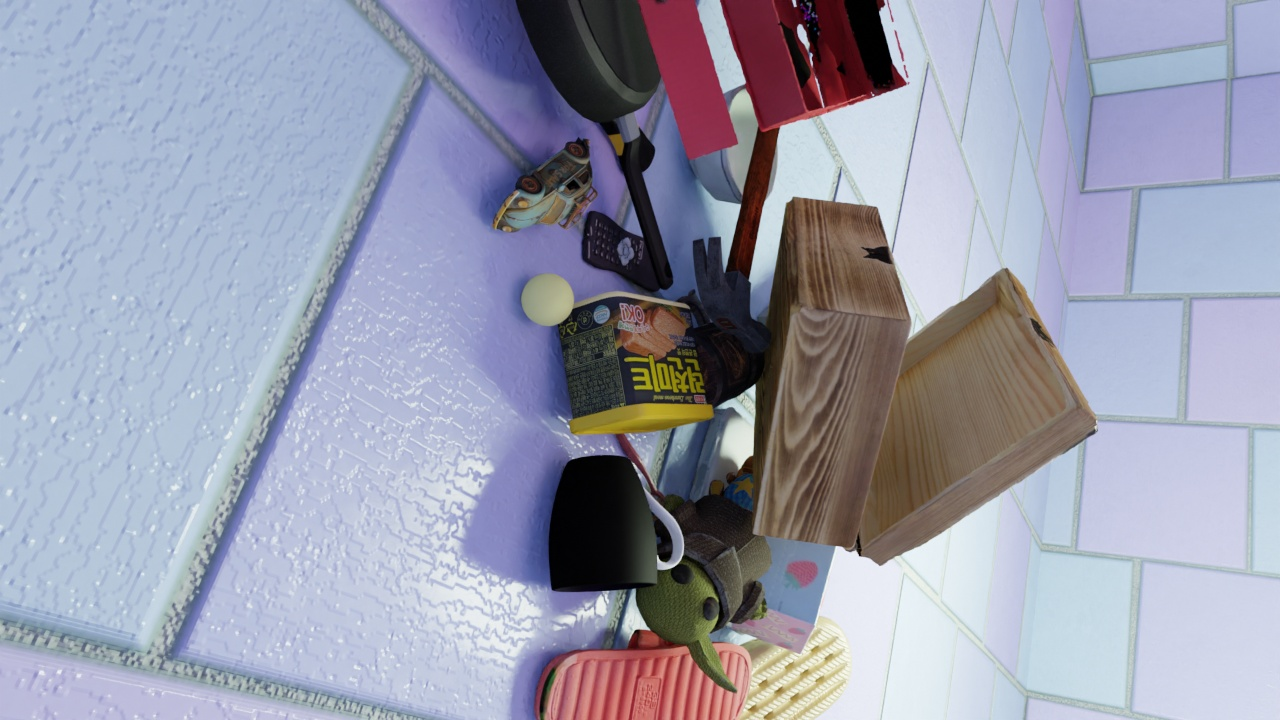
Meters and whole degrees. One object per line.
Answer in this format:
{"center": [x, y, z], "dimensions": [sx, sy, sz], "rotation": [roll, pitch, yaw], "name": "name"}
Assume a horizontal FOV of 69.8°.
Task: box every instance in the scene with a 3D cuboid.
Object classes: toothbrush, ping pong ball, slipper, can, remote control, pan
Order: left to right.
{"center": [-0.070, -0.046, 0.697], "dimensions": [0.040, 0.040, 0.040], "rotation": [-3, 94, -56], "name": "ping pong ball"}
{"center": [-0.013, -0.219, 0.715], "dimensions": [0.203, 0.044, 0.356], "rotation": [-59, 136, -54], "name": "pan"}
{"center": [-0.011, -0.094, 0.814], "dimensions": [0.124, 0.009, 0.046], "rotation": [18, 76, -55], "name": "remote control"}
{"center": [-0.009, 0.083, 0.820], "dimensions": [0.015, 0.015, 0.184], "rotation": [-54, 133, -36], "name": "toothbrush"}
{"center": [-0.004, 0.004, 0.757], "dimensions": [0.130, 0.073, 0.101], "rotation": [5, 73, -56], "name": "can"}
{"center": [0.001, 0.290, 0.806], "dimensions": [0.248, 0.059, 0.103], "rotation": [14, 81, -40], "name": "slipper"}
{"center": [0.115, 0.344, 0.969], "dimensions": [0.260, 0.079, 0.111], "rotation": [-16, 103, -36], "name": "slipper"}

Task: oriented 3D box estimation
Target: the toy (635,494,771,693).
{"center": [0.056, 0.187, 0.818], "dimensions": [0.179, 0.078, 0.152], "rotation": [51, 40, 1], "name": "toy"}

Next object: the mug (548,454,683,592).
{"center": [-0.017, 0.131, 0.736], "dimensions": [0.118, 0.085, 0.100], "rotation": [8, 69, -33], "name": "mug"}

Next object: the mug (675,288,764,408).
{"center": [0.053, -0.010, 0.866], "dimensions": [0.107, 0.080, 0.115], "rotation": [-19, 81, -56], "name": "mug"}

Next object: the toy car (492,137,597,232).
{"center": [-0.062, -0.124, 0.688], "dimensions": [0.047, 0.047, 0.111], "rotation": [42, 47, 0], "name": "toy car"}

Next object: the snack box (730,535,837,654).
{"center": [0.145, 0.229, 0.927], "dimensions": [0.095, 0.079, 0.092], "rotation": [90, 21, -55], "name": "snack box"}

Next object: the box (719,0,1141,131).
{"center": [0.272, -0.385, 0.904], "dimensions": [0.466, 0.138, 0.214], "rotation": [-23, 100, -27], "name": "box"}

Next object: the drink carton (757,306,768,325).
{"center": [0.189, -0.049, 1.082], "dimensions": [0.124, 0.049, 0.076], "rotation": [-40, 124, -48], "name": "drink carton"}

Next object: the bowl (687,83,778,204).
{"center": [0.086, -0.210, 0.909], "dimensions": [0.117, 0.061, 0.117], "rotation": [-5, 96, -56], "name": "bowl"}

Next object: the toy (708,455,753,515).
{"center": [0.106, 0.151, 0.932], "dimensions": [0.090, 0.071, 0.103], "rotation": [-59, 157, -52], "name": "toy"}

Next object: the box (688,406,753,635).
{"center": [0.103, 0.175, 0.978], "dimensions": [0.190, 0.038, 0.208], "rotation": [44, 57, -45], "name": "box"}

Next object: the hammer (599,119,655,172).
{"center": [-0.065, -0.267, 0.710], "dimensions": [0.324, 0.034, 0.169], "rotation": [51, 49, -46], "name": "hammer"}

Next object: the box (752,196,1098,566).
{"center": [0.244, 0.029, 0.873], "dimensions": [0.278, 0.264, 0.270], "rotation": [-78, 176, -61], "name": "box"}

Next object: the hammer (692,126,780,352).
{"center": [0.109, -0.166, 0.857], "dimensions": [0.111, 0.028, 0.300], "rotation": [37, 59, -45], "name": "hammer"}
